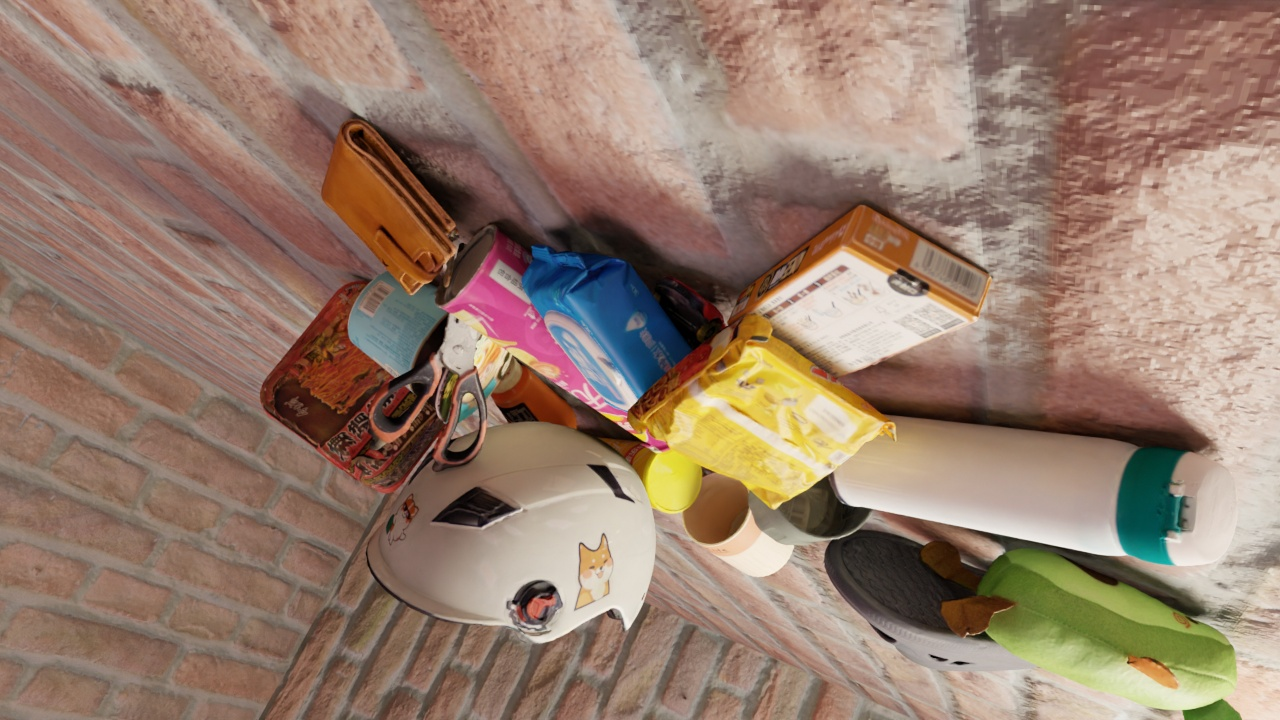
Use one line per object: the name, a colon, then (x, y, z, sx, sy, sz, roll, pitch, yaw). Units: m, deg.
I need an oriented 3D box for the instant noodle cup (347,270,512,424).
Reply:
instant noodle cup: (-0.189, -0.020, 0.816, 0.120, 0.111, 0.111, 30, 164, 15)

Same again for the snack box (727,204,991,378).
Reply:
snack box: (0.107, -0.029, 0.488, 0.075, 0.026, 0.154, 28, 163, -8)

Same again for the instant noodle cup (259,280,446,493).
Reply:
instant noodle cup: (-0.257, 0.028, 0.898, 0.189, 0.164, 0.079, 32, 166, 18)

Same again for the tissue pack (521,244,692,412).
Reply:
tissue pack: (-0.013, -0.010, 0.598, 0.157, 0.052, 0.095, 53, 164, -23)

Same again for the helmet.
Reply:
helmet: (-0.101, 0.139, 0.859, 0.273, 0.157, 0.230, 12, -166, -35)

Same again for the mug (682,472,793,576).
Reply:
mug: (0.099, 0.168, 0.986, 0.106, 0.082, 0.114, 41, -176, -42)

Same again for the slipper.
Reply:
slipper: (0.256, 0.227, 0.792, 0.268, 0.083, 0.110, 19, -151, -28)

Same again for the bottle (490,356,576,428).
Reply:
bottle: (-0.122, 0.040, 0.953, 0.067, 0.066, 0.149, 13, 151, 37)

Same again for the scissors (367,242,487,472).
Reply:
scissors: (-0.160, 0.003, 0.726, 0.206, 0.015, 0.202, -21, 126, 8)

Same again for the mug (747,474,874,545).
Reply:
mug: (0.154, 0.107, 0.740, 0.124, 0.083, 0.103, 2, 164, -5)

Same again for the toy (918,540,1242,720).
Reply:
toy: (0.343, 0.206, 0.713, 0.247, 0.090, 0.227, 20, -174, 2)

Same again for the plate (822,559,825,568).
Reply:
plate: (0.287, 0.235, 0.954, 0.192, 0.039, 0.193, 25, 164, 7)

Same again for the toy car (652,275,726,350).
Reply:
toy car: (0.038, -0.018, 0.599, 0.049, 0.031, 0.106, 36, 164, 30)

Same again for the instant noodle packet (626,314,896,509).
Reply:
instant noodle packet: (0.075, 0.034, 0.549, 0.128, 0.044, 0.111, 32, 129, -24)

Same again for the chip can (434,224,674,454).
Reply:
chip can: (-0.045, -0.012, 0.676, 0.210, 0.071, 0.072, 36, 160, -25)

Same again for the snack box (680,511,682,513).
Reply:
snack box: (0.058, 0.166, 1.106, 0.156, 0.026, 0.086, 28, 163, -8)

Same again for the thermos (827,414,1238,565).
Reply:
thermos: (0.225, 0.073, 0.552, 0.225, 0.073, 0.073, 4, 152, 49)

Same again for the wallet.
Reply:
wallet: (-0.172, -0.098, 0.641, 0.119, 0.035, 0.131, 53, 156, -9)

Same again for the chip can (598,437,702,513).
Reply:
chip can: (-0.023, 0.123, 1.019, 0.072, 0.072, 0.214, 36, 160, -27)
